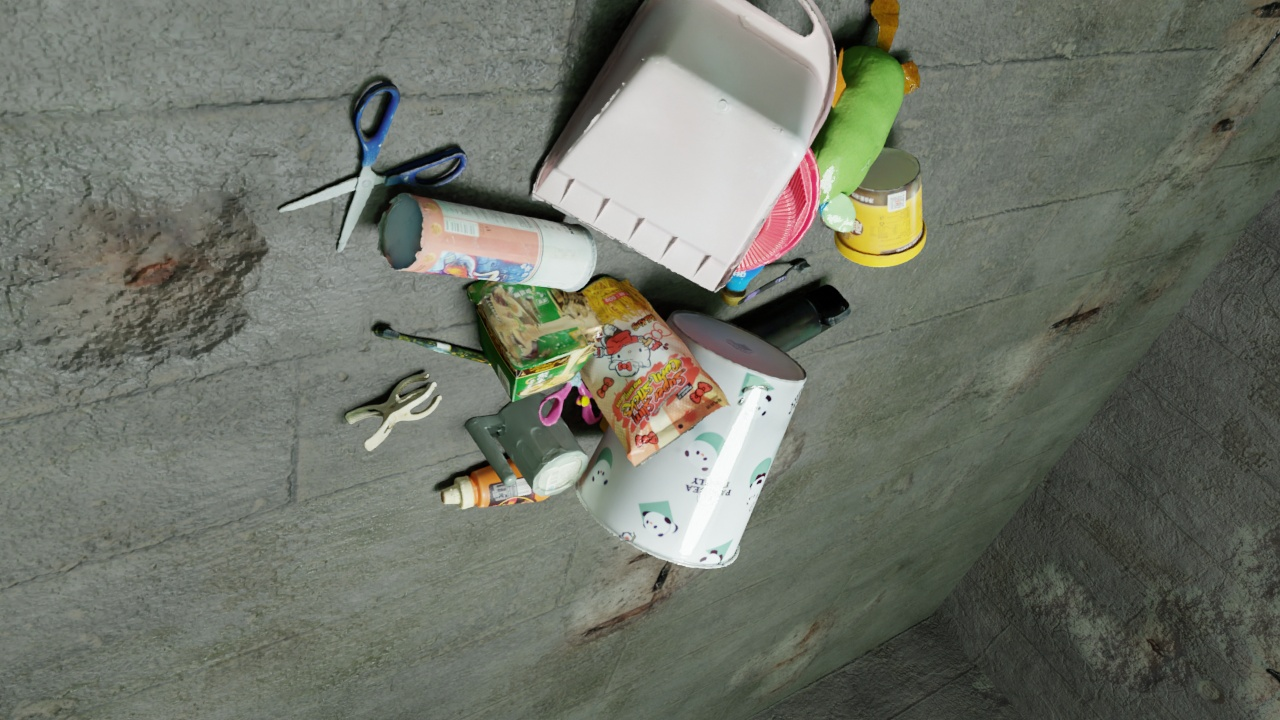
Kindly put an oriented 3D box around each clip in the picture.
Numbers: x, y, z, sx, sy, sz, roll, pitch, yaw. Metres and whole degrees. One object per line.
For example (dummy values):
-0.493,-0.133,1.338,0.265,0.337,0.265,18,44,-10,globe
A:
-0.266,0.053,0.996,0.099,0.070,0.035,-35,149,-18,clip

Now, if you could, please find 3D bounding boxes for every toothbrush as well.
-0.209,-0.013,0.991,0.185,0.017,0.012,18,81,-53,toothbrush
0.179,-0.102,1.211,0.188,0.017,0.014,-31,157,-47,toothbrush

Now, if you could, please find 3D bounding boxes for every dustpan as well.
0.059,-0.227,0.882,0.222,0.138,0.274,29,140,-15,dustpan

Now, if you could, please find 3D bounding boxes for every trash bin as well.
0.070,0.089,1.145,0.229,0.229,0.252,4,116,-47,trash bin

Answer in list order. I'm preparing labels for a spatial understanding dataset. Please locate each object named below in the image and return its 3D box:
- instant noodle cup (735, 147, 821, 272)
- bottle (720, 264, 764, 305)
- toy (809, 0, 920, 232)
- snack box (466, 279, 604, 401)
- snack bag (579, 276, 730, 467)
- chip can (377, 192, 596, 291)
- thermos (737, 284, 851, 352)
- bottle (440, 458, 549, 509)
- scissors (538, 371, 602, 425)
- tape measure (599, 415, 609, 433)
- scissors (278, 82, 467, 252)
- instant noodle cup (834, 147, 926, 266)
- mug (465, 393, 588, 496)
0.094,-0.165,0.963,0.194,0.065,0.194,3,124,4,instant noodle cup
0.128,-0.154,1.106,0.065,0.065,0.219,-22,145,-24,bottle
0.236,-0.270,1.022,0.246,0.090,0.227,-60,150,-12,toy
-0.118,-0.021,0.993,0.117,0.118,0.106,-20,153,-28,snack box
-0.006,0.006,1.035,0.128,0.207,0.073,-33,153,-4,snack bag
-0.141,-0.110,0.880,0.214,0.071,0.071,3,129,-49,chip can
0.185,-0.035,1.287,0.242,0.090,0.068,-26,106,-19,thermos
-0.185,0.161,1.189,0.149,0.066,0.067,-10,138,-26,bottle
-0.084,0.030,1.119,0.133,0.017,0.133,-36,123,-34,scissors
-0.026,0.069,1.257,0.057,0.029,0.060,-10,137,-35,tape measure
-0.227,-0.164,0.796,0.162,0.012,0.176,-10,140,-36,scissors
0.311,-0.201,1.185,0.118,0.118,0.115,-29,139,-15,instant noodle cup
-0.139,0.107,1.125,0.123,0.103,0.084,-7,135,-41,mug
